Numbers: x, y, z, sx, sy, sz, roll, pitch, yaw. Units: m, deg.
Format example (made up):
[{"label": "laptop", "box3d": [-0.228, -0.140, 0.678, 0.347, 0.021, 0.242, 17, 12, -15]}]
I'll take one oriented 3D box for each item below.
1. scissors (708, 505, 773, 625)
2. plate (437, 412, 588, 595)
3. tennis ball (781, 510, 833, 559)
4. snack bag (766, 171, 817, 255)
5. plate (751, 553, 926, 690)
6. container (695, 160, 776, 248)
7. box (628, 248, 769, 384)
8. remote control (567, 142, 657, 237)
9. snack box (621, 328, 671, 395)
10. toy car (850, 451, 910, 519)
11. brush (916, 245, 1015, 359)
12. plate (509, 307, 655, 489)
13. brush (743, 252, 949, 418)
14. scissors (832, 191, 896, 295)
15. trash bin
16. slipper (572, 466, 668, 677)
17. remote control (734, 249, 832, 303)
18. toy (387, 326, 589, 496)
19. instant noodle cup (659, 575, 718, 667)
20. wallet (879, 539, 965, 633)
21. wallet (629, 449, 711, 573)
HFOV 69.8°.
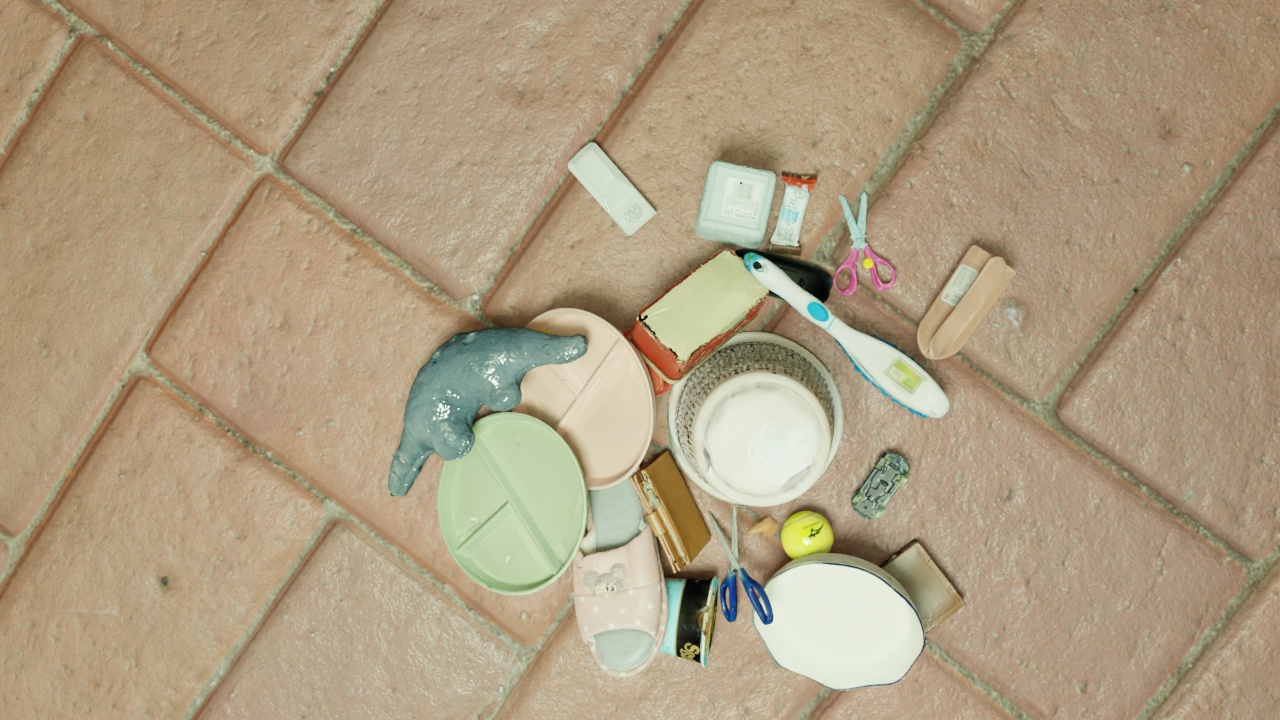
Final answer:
[{"label": "scissors", "box3d": [0.121, 0.265, 1.149, 0.012, 0.162, 0.176, -10, 120, -23]}, {"label": "plate", "box3d": [-0.162, 0.180, 1.165, 0.231, 0.027, 0.230, -1, 87, 27]}, {"label": "tennis ball", "box3d": [0.210, 0.222, 1.155, 0.065, 0.065, 0.065, 0, 93, 4]}, {"label": "snack bag", "box3d": [0.190, -0.185, 1.151, 0.048, 0.026, 0.104, 10, 95, 10]}, {"label": "plate", "box3d": [0.244, 0.319, 1.132, 0.205, 0.045, 0.205, 9, 121, 15]}, {"label": "container", "box3d": [0.116, -0.189, 1.115, 0.090, 0.111, 0.090, 12, 95, 3]}, {"label": "box", "box3d": [0.075, -0.058, 1.100, 0.091, 0.077, 0.168, 44, 62, 13]}, {"label": "remote control", "box3d": [-0.037, -0.219, 1.169, 0.049, 0.024, 0.125, -42, 90, 6]}, {"label": "snack box", "box3d": [-0.007, 0.007, 1.153, 0.082, 0.080, 0.091, -17, 92, 6]}, {"label": "toy car", "box3d": [0.302, 0.158, 1.160, 0.043, 0.034, 0.090, 31, 97, -1]}, {"label": "brush", "box3d": [0.390, -0.065, 1.120, 0.063, 0.073, 0.146, 34, 97, 1]}, {"label": "plate", "box3d": [-0.074, 0.047, 1.137, 0.230, 0.028, 0.230, 9, 106, 34]}, {"label": "brush", "box3d": [0.250, -0.031, 1.115, 0.314, 0.109, 0.060, 38, 98, 1]}, {"label": "scissors", "box3d": [0.266, -0.145, 1.156, 0.094, 0.017, 0.137, -22, 87, 13]}, {"label": "trash bin", "box3d": [0.140, 0.082, 1.091, 0.227, 0.192, 0.227, 0, 94, 4]}, {"label": "slipper", "box3d": [-0.028, 0.246, 1.129, 0.114, 0.054, 0.274, -10, 66, 15]}, {"label": "remote control", "box3d": [0.174, -0.105, 1.158, 0.136, 0.024, 0.053, 15, 97, 5]}, {"label": "toy", "box3d": [-0.220, 0.041, 1.155, 0.357, 0.091, 0.138, -40, 72, 20]}, {"label": "instant noodle cup", "box3d": [0.031, 0.320, 1.162, 0.120, 0.111, 0.111, 6, 94, 12]}, {"label": "wallet", "box3d": [0.334, 0.301, 1.170, 0.124, 0.032, 0.101, -38, 87, 5]}, {"label": "wallet", "box3d": [0.039, 0.186, 1.149, 0.031, 0.107, 0.132, -26, 92, 25]}]
